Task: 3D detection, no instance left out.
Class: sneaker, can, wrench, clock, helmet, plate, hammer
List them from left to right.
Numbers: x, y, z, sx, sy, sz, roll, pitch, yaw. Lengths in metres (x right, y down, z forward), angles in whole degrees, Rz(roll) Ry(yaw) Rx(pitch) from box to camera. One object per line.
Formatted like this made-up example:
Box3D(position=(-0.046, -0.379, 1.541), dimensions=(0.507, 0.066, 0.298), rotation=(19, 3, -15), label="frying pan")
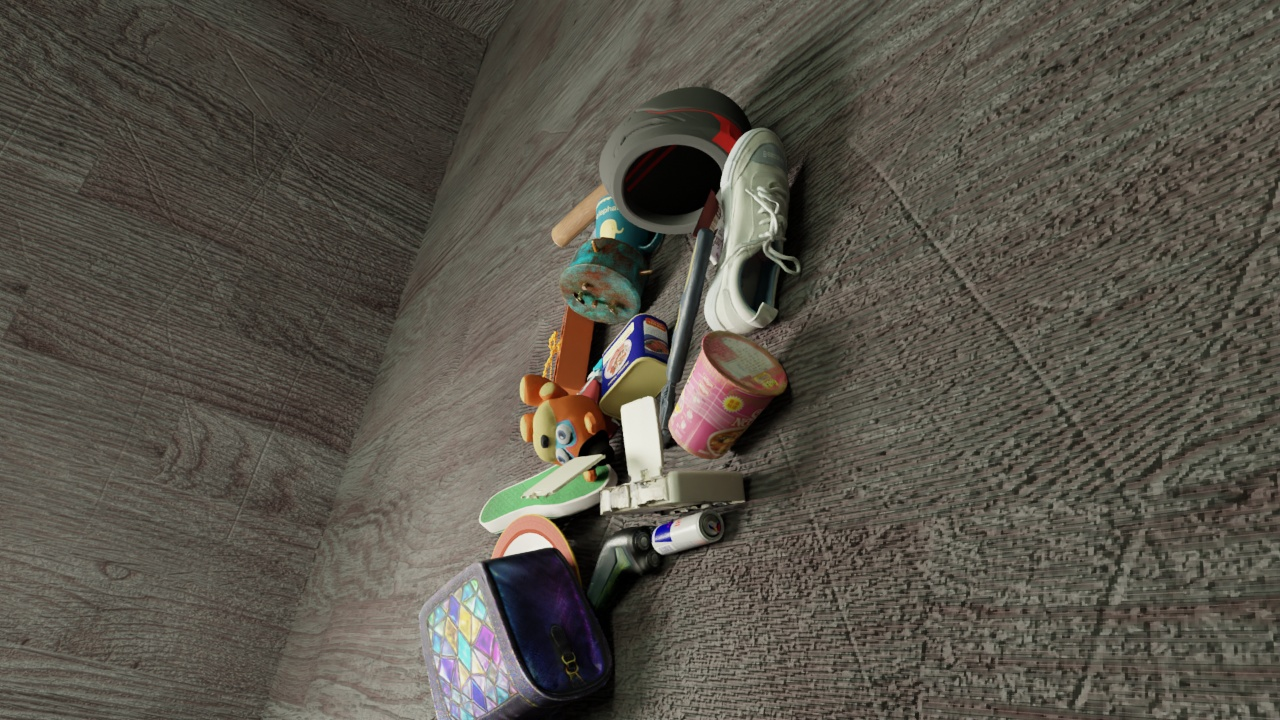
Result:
Box3D(position=(-0.134, 0.313, 1.179), dimensions=(0.230, 0.021, 0.229), rotation=(-11, 76, 50), label="plate")
Box3D(position=(-0.111, 0.199, 1.246), dimensions=(0.236, 0.079, 0.084), rotation=(-23, 32, 35), label="sneaker")
Box3D(position=(-0.062, 0.065, 1.279), dimensions=(0.087, 0.044, 0.124), rotation=(-53, 27, 28), label="clock")
Box3D(position=(-0.058, -0.101, 1.323), dimensions=(0.158, 0.121, 0.073), rotation=(-53, 13, 52), label="clock")
Box3D(position=(-0.032, -0.274, 1.443), dimensions=(0.302, 0.037, 0.157), rotation=(-36, 36, 29), label="hammer")
Box3D(position=(-0.007, 0.007, 1.201), dimensions=(0.117, 0.056, 0.092), rotation=(-49, 28, 36), label="can")
Box3D(position=(0.050, -0.263, 1.186), dimensions=(0.266, 0.164, 0.169), rotation=(-23, 31, 45), label="helmet")
Box3D(position=(0.046, -0.019, 1.055), dimensions=(0.073, 0.022, 0.274), rotation=(-88, 9, -67), label="wrench")
Box3D(position=(0.048, 0.181, 0.960), dimensions=(0.095, 0.032, 0.032), rotation=(-32, 41, 53), label="can")
Box3D(position=(0.137, -0.145, 1.008), dimensions=(0.091, 0.089, 0.242), rotation=(-7, 69, 58), label="sneaker")

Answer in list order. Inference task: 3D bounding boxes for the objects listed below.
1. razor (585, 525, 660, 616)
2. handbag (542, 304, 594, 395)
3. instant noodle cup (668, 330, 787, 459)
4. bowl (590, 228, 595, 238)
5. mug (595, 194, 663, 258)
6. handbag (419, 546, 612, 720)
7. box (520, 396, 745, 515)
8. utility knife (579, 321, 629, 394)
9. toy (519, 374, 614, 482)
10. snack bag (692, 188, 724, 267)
Box3D(position=(-0.023, 0.244, 1.044), dimensions=(0.067, 0.053, 0.152), rotation=(51, 125, 35), label="razor")
Box3D(position=(-0.115, -0.004, 1.422), dimensions=(0.109, 0.060, 0.171), rotation=(114, 165, -56), label="handbag")
Box3D(position=(0.083, 0.041, 0.947), dimensions=(0.097, 0.097, 0.109), rotation=(-101, 32, -52), label="instant noodle cup")
Box3D(position=(-0.052, -0.193, 1.483), dimensions=(0.115, 0.045, 0.114), rotation=(-46, 31, 39), label="bowl")
Box3D(position=(-0.015, -0.189, 1.377), dimensions=(0.112, 0.084, 0.104), rotation=(-11, 61, 28), label="mug")
Box3D(position=(-0.145, 0.349, 1.065), dimensions=(0.205, 0.125, 0.222), rotation=(-42, 62, 39), label="handbag")
Box3D(position=(-0.010, 0.098, 0.927), dimensions=(0.144, 0.192, 0.106), rotation=(-22, 67, 51), label="box")
Box3D(position=(-0.046, -0.005, 1.276), dimensions=(0.151, 0.015, 0.022), rotation=(-52, 20, -26), label="utility knife")
Box3D(position=(-0.096, 0.087, 1.191), dimensions=(0.176, 0.096, 0.112), rotation=(21, 121, 35), label="toy")
Box3D(position=(0.087, -0.153, 1.088), dimensions=(0.057, 0.013, 0.158), rotation=(-66, -15, -2), label="snack bag")
